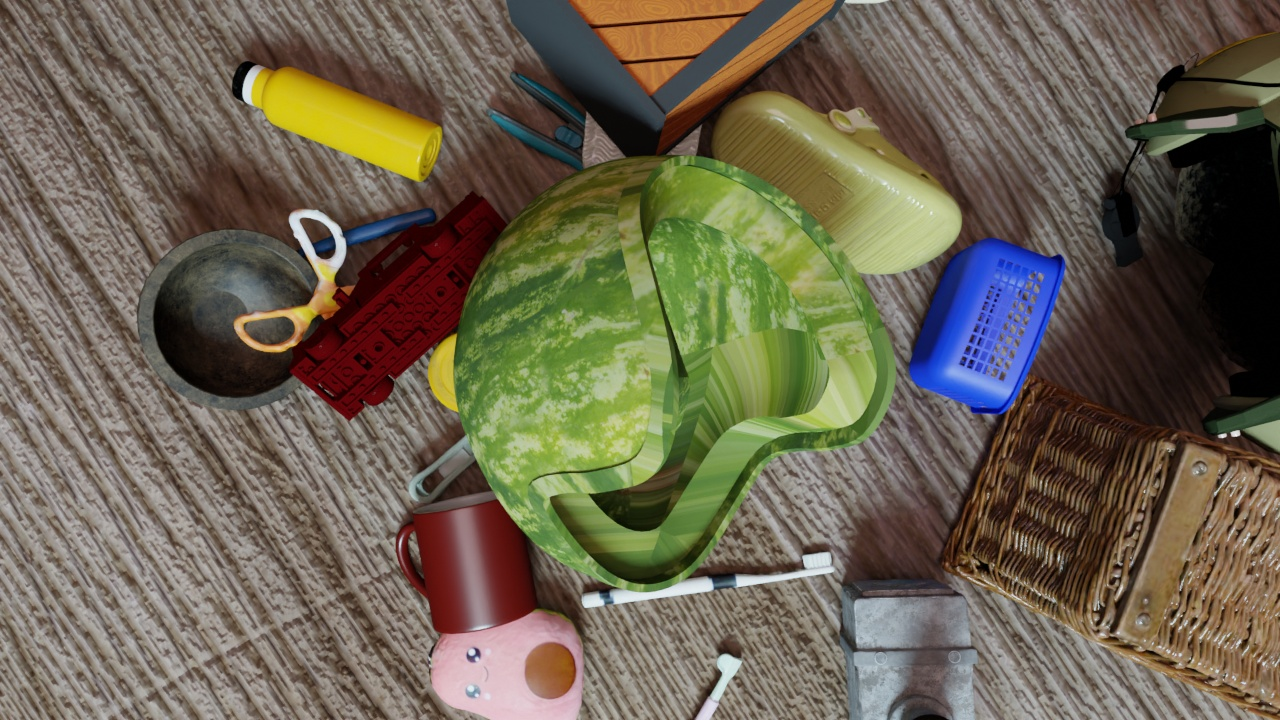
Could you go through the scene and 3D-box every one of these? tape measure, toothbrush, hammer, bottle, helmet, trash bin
[{"bbox_3d":[-0.122,0.010,0.661,0.059,0.030,0.068,-8,87,-1],"label":"tape measure"},{"bbox_3d":[-0.230,-0.084,0.667,0.167,0.014,0.014,-17,134,-2],"label":"toothbrush"},{"bbox_3d":[0.174,0.228,0.517,0.079,0.326,0.177,-3,83,5],"label":"hammer"},{"bbox_3d":[-0.217,-0.173,0.654,0.143,0.043,0.043,21,89,-1],"label":"bottle"},{"bbox_3d":[0.411,-0.072,0.549,0.233,0.255,0.250,-14,89,1],"label":"helmet"},{"bbox_3d":[0.026,-0.234,0.559,0.172,0.140,0.139,-41,91,-2],"label":"trash bin"},{"bbox_3d":[0.049,0.161,0.673,0.187,0.012,0.017,-8,76,-1],"label":"toothbrush"},{"bbox_3d":[0.031,0.283,0.670,0.022,0.015,0.154,29,90,-32],"label":"toothbrush"},{"bbox_3d":[-0.004,0.003,0.564,0.212,0.248,0.243,-7,60,-37],"label":"helmet"}]

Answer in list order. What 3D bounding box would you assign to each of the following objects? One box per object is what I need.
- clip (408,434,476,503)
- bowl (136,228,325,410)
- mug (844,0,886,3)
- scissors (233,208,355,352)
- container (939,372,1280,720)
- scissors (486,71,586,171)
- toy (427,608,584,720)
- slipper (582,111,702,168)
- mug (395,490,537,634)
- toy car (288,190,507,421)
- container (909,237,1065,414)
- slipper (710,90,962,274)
[{"bbox_3d":[-0.134,0.073,0.662,0.076,0.044,0.023,-41,89,0],"label":"clip"},{"bbox_3d":[-0.285,-0.029,0.635,0.121,0.056,0.121,-4,97,-37],"label":"bowl"},{"bbox_3d":[0.148,-0.309,0.637,0.100,0.096,0.120,1,94,9],"label":"mug"},{"bbox_3d":[-0.219,-0.047,0.639,0.125,0.011,0.131,-14,104,-35],"label":"scissors"},{"bbox_3d":[0.364,0.131,0.592,0.250,0.183,0.162,22,91,-1],"label":"container"},{"bbox_3d":[-0.046,-0.154,0.670,0.146,0.019,0.133,-15,92,-2],"label":"scissors"},{"bbox_3d":[-0.095,0.220,0.649,0.110,0.051,0.090,3,88,0],"label":"toy"},{"bbox_3d":[0.022,-0.234,0.656,0.115,0.052,0.263,13,89,-3],"label":"slipper"},{"bbox_3d":[-0.129,0.141,0.646,0.106,0.073,0.082,-11,90,27],"label":"mug"},{"bbox_3d":[-0.160,-0.042,0.633,0.170,0.062,0.070,-42,125,-2],"label":"toy car"},{"bbox_3d":[0.235,-0.026,0.637,0.058,0.096,0.114,21,89,4],"label":"container"},{"bbox_3d":[0.136,-0.132,0.645,0.190,0.092,0.081,27,47,-17],"label":"slipper"}]
